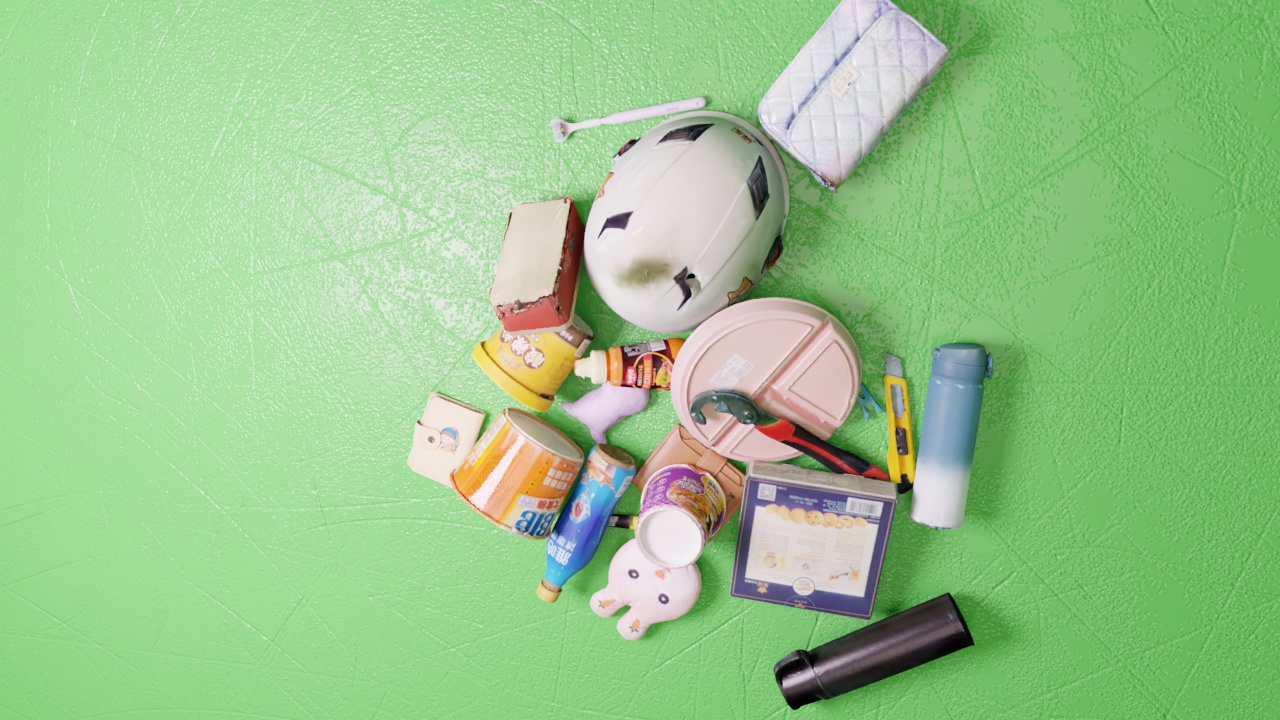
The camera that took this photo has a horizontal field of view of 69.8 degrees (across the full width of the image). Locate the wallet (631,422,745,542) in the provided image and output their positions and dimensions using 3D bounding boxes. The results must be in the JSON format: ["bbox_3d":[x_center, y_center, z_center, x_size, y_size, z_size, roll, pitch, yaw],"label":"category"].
[{"bbox_3d":[0.069,0.156,1.176,0.132,0.031,0.108,38,107,0],"label":"wallet"}]

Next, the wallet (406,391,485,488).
[{"bbox_3d":[-0.264,0.107,1.231,0.087,0.024,0.115,22,106,7],"label":"wallet"}]

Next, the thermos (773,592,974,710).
[{"bbox_3d":[0.286,0.364,1.150,0.243,0.068,0.090,-27,130,14],"label":"thermos"}]

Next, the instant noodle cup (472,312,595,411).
[{"bbox_3d":[-0.127,-0.016,1.136,0.118,0.118,0.114,41,98,0],"label":"instant noodle cup"}]

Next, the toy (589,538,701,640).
[{"bbox_3d":[0.005,0.303,1.208,0.121,0.054,0.160,38,113,2],"label":"toy"}]

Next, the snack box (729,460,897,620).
[{"bbox_3d":[0.211,0.223,1.136,0.178,0.045,0.183,8,114,7],"label":"snack box"}]

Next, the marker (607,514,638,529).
[{"bbox_3d":[-0.026,0.212,1.213,0.124,0.015,0.018,2,97,13],"label":"marker"}]

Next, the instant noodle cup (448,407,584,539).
[{"bbox_3d":[-0.149,0.137,1.157,0.151,0.151,0.111,33,97,3],"label":"instant noodle cup"}]

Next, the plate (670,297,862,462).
[{"bbox_3d":[0.151,0.032,1.092,0.229,0.028,0.230,0,121,-1],"label":"plate"}]

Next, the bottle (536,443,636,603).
[{"bbox_3d":[-0.077,0.214,1.185,0.065,0.065,0.219,27,102,4],"label":"bottle"}]

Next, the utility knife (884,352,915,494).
[{"bbox_3d":[0.314,0.078,1.119,0.033,0.015,0.181,-7,100,9],"label":"utility knife"}]

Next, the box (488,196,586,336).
[{"bbox_3d":[-0.123,-0.118,1.078,0.091,0.168,0.076,-6,142,15],"label":"box"}]

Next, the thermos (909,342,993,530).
[{"bbox_3d":[0.367,0.087,1.086,0.070,0.070,0.220,7,103,9],"label":"thermos"}]

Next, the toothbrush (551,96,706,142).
[{"bbox_3d":[-0.014,-0.294,1.102,0.189,0.021,0.029,-9,113,10],"label":"toothbrush"}]

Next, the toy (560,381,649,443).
[{"bbox_3d":[-0.035,0.057,1.170,0.108,0.039,0.084,-36,111,14],"label":"toy"}]

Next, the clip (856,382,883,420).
[{"bbox_3d":[0.274,0.046,1.121,0.047,0.014,0.057,-34,95,17],"label":"clip"}]

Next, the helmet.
[{"bbox_3d":[0.045,-0.154,1.049,0.230,0.156,0.274,37,105,1],"label":"helmet"}]

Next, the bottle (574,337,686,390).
[{"bbox_3d":[-0.007,0.007,1.120,0.149,0.067,0.067,-2,102,-10],"label":"bottle"}]

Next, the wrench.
[{"bbox_3d":[0.184,0.097,1.104,0.273,0.016,0.056,24,121,-14],"label":"wrench"}]

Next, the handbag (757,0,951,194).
[{"bbox_3d":[0.231,-0.303,1.026,0.134,0.075,0.194,39,106,1],"label":"handbag"}]

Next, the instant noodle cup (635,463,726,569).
[{"bbox_3d":[0.043,0.196,1.124,0.112,0.099,0.112,4,107,13],"label":"instant noodle cup"}]
